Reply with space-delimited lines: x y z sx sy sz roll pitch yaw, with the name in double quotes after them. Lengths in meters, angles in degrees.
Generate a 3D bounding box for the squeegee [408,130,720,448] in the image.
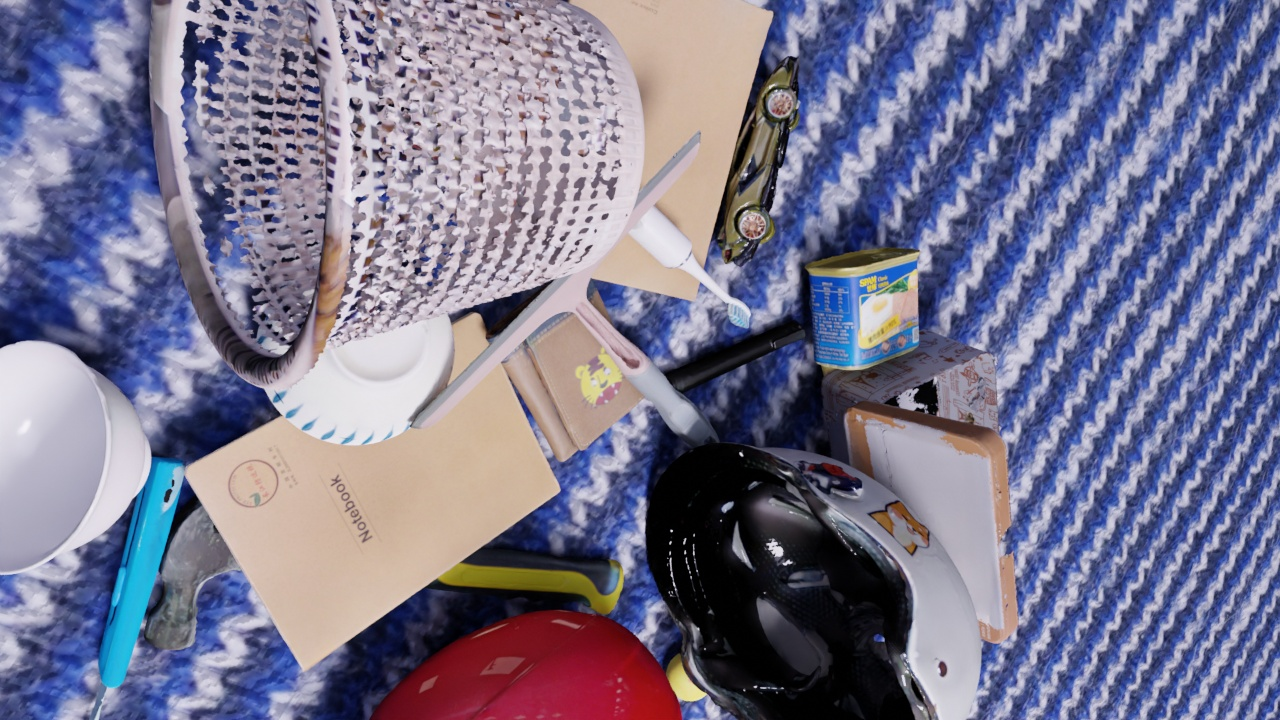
-0.004 0.004 0.646 0.247 0.040 0.249 -46 137 -3 "squeegee"

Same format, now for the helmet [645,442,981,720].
0.142 0.176 0.689 0.156 0.274 0.231 -8 134 -38 "helmet"

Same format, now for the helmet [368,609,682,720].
-0.085 0.244 0.617 0.240 0.207 0.144 -4 80 -3 "helmet"

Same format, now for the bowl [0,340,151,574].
-0.308 0.053 0.493 0.118 0.118 0.064 -62 161 -2 "bowl"

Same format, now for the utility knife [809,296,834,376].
0.178 0.024 0.801 0.030 0.021 0.207 -34 124 -24 "utility knife"

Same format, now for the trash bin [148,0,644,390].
-0.114 -0.112 0.464 0.191 0.228 0.228 -11 109 -41 "trash bin"

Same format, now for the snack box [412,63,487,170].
-0.071 -0.141 0.608 0.155 0.027 0.077 26 89 -33 "snack box"

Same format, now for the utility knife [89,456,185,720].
-0.308 0.151 0.548 0.018 0.034 0.204 12 99 -44 "utility knife"

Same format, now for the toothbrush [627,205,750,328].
0.007 -0.089 0.622 0.221 0.027 0.026 39 47 -31 "toothbrush"

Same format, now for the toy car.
0.090 -0.147 0.680 0.042 0.070 0.158 15 96 10 "toy car"

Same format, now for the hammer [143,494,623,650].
-0.151 0.141 0.635 0.322 0.032 0.126 13 97 -32 "hammer"

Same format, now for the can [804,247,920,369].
0.185 -0.044 0.754 0.101 0.057 0.083 -16 107 -37 "can"

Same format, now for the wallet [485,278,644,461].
-0.050 0.003 0.654 0.090 0.033 0.115 -40 122 -26 "wallet"

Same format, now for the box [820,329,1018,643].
0.254 0.094 0.745 0.156 0.193 0.183 -24 116 -22 "box"

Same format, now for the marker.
0.076 -0.002 0.733 0.131 0.022 0.020 -22 120 -24 "marker"

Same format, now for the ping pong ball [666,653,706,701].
0.042 0.266 0.775 0.040 0.040 0.040 -8 107 -28 "ping pong ball"

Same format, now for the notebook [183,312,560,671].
-0.159 0.078 0.594 0.207 0.008 0.148 -33 109 -31 "notebook"

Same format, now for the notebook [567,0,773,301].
0.002 -0.156 0.622 0.149 0.012 0.211 10 99 -31 "notebook"

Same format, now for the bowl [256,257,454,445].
-0.163 -0.010 0.547 0.116 0.066 0.116 6 78 -30 "bowl"
